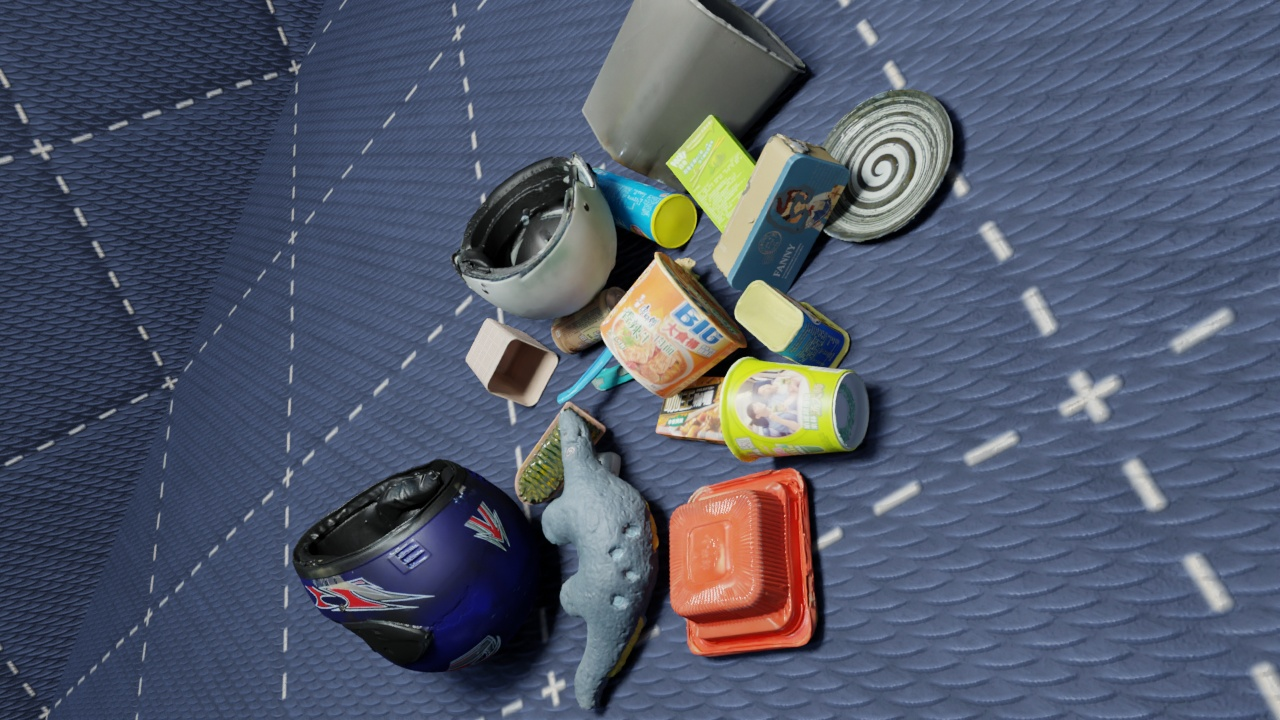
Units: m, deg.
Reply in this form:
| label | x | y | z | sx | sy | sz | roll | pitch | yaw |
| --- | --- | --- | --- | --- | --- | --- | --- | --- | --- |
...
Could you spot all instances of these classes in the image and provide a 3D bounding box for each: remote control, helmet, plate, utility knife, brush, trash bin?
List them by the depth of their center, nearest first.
| label | x | y | z | sx | sy | sz | roll | pitch | yaw |
| --- | --- | --- | --- | --- | --- | --- | --- | --- | --- |
| plate | 0.262 | -0.211 | 1.002 | 0.180 | 0.024 | 0.179 | -21 | 60 | 41 |
| brush | -0.018 | -0.035 | 1.176 | 0.255 | 0.046 | 0.083 | -47 | 14 | 11 |
| trash bin | 0.056 | -0.356 | 1.180 | 0.220 | 0.198 | 0.198 | -54 | 40 | 27 |
| helmet | -0.276 | 0.283 | 1.196 | 0.316 | 0.240 | 0.246 | -19 | 21 | 33 |
| utility knife | -0.007 | 0.007 | 1.197 | 0.182 | 0.013 | 0.029 | -24 | 79 | 43 |
| brush | -0.111 | 0.127 | 1.201 | 0.146 | 0.063 | 0.073 | -53 | 7 | 6 |
| remote control | -0.085 | 0.153 | 1.217 | 0.150 | 0.021 | 0.058 | -9 | 58 | 45 |
| helmet | -0.124 | -0.150 | 1.235 | 0.230 | 0.157 | 0.274 | -40 | 28 | 3 |

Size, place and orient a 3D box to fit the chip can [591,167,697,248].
| label | x | y | z | sx | sy | sz | roll | pitch | yaw |
| --- | --- | --- | --- | --- | --- | --- | --- | --- | --- |
| chip can | -0.011 | -0.214 | 1.268 | 0.210 | 0.071 | 0.071 | 31 | 97 | 50 |

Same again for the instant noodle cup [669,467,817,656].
| label | x | y | z | sx | sy | sz | roll | pitch | yaw |
| --- | --- | --- | --- | --- | --- | --- | --- | --- | --- |
| instant noodle cup | 0.097 | 0.204 | 0.953 | 0.165 | 0.079 | 0.188 | -23 | 55 | 38 |

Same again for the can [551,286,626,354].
| label | x | y | z | sx | sy | sz | roll | pitch | yaw |
| --- | --- | --- | --- | --- | --- | --- | --- | --- | --- |
| can | -0.066 | -0.054 | 1.264 | 0.117 | 0.058 | 0.058 | -27 | 55 | 38 |

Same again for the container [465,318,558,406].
| label | x | y | z | sx | sy | sz | roll | pitch | yaw |
| --- | --- | --- | --- | --- | --- | --- | --- | --- | --- |
| container | -0.195 | -0.001 | 1.363 | 0.111 | 0.089 | 0.090 | 37 | 101 | 53 |

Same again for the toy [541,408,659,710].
| label | x | y | z | sx | sy | sz | roll | pitch | yaw |
| --- | --- | --- | --- | --- | --- | --- | --- | --- | --- |
| toy | -0.044 | 0.221 | 1.078 | 0.138 | 0.091 | 0.356 | -19 | 72 | 35 |

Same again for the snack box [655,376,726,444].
| label | x | y | z | sx | sy | sz | roll | pitch | yaw |
| --- | --- | --- | --- | --- | --- | --- | --- | --- | --- |
| snack box | 0.086 | 0.058 | 1.070 | 0.154 | 0.026 | 0.075 | 2 | 74 | 48 |

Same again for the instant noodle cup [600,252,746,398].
| label | x | y | z | sx | sy | sz | roll | pitch | yaw |
| --- | --- | --- | --- | --- | --- | --- | --- | --- | --- |
| instant noodle cup | 0.033 | -0.035 | 1.064 | 0.111 | 0.151 | 0.151 | -43 | 45 | 13 |

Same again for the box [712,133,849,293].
| label | x | y | z | sx | sy | sz | roll | pitch | yaw |
| --- | --- | --- | --- | --- | --- | --- | --- | --- | --- |
| box | 0.151 | -0.154 | 1.025 | 0.061 | 0.089 | 0.185 | 57 | 134 | 47 |

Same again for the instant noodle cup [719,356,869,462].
| label | x | y | z | sx | sy | sz | roll | pitch | yaw |
| --- | --- | --- | --- | --- | --- | --- | --- | --- | --- |
| instant noodle cup | 0.162 | 0.051 | 0.937 | 0.124 | 0.111 | 0.111 | -1 | 72 | 39 |

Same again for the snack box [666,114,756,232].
| label | x | y | z | sx | sy | sz | roll | pitch | yaw |
| --- | --- | --- | --- | --- | --- | --- | --- | --- | --- |
| snack box | 0.108 | -0.212 | 1.114 | 0.086 | 0.026 | 0.156 | -44 | 75 | 26 |

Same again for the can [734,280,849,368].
| label | x | y | z | sx | sy | sz | roll | pitch | yaw |
| --- | --- | --- | --- | --- | --- | --- | --- | --- | --- |
| can | 0.161 | -0.036 | 0.986 | 0.057 | 0.083 | 0.102 | -57 | 41 | 12 |
